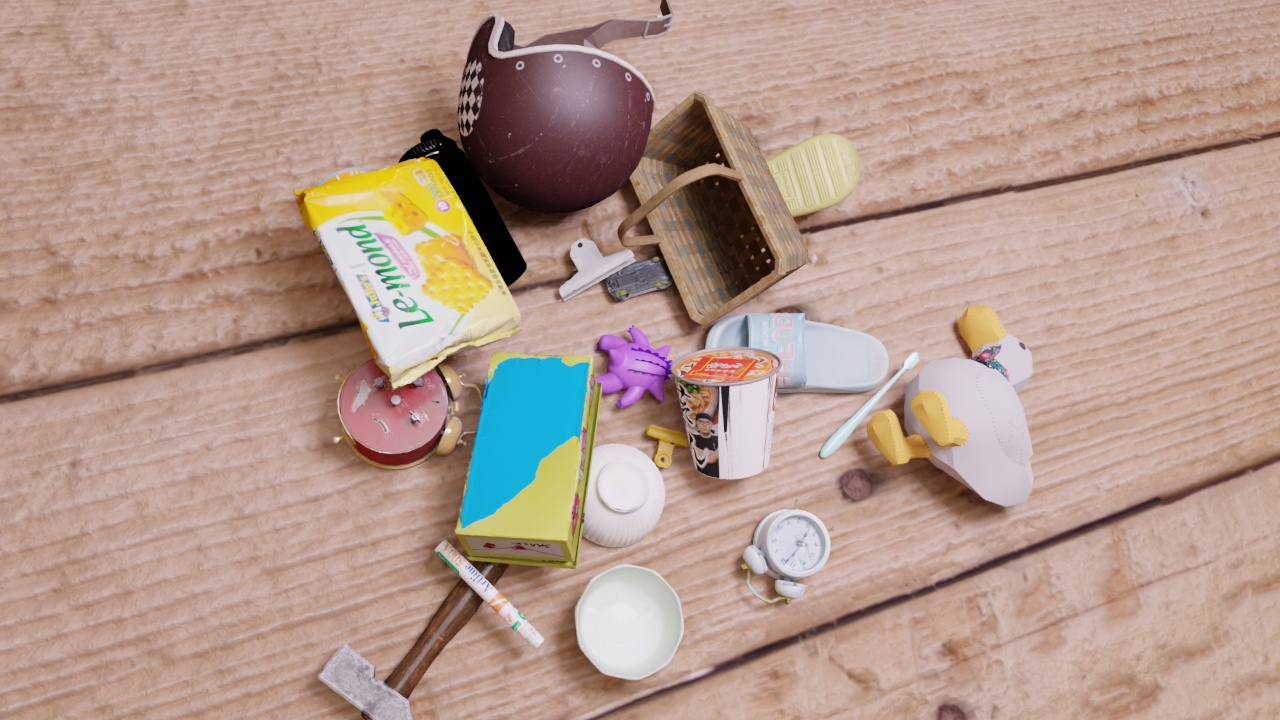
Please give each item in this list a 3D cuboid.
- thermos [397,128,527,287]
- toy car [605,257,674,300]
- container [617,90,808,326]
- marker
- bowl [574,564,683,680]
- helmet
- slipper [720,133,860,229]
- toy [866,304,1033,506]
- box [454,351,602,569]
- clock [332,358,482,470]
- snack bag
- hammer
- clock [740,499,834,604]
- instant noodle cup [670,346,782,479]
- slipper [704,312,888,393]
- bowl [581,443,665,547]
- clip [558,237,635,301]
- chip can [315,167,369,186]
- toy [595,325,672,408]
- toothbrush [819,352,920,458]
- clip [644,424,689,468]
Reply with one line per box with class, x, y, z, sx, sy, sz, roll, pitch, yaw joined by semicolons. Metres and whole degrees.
thermos;-0.217;-0.177;1.080;0.086;0.086;0.198;-25;79;-20
toy car;0.001;-0.100;1.135;0.089;0.027;0.038;-16;70;-12
container;0.071;-0.179;1.088;0.186;0.158;0.249;-8;70;-48
marker;-0.156;0.242;0.947;0.145;0.017;0.017;44;67;4
bowl;-0.017;0.280;0.981;0.117;0.061;0.117;4;71;-12
helmet;-0.093;-0.300;1.075;0.233;0.235;0.253;11;52;-38
slipper;0.193;-0.224;1.200;0.191;0.081;0.091;-20;86;7
toy;0.409;0.060;1.122;0.266;0.141;0.246;-14;76;-35
box;-0.114;0.101;0.979;0.124;0.082;0.220;1;57;5
clock;-0.249;0.052;0.995;0.158;0.081;0.117;0;71;-13
snack bag;-0.246;-0.100;0.974;0.159;0.068;0.247;-23;77;-27
hammer;-0.154;0.273;0.966;0.217;0.037;0.299;36;67;1
clock;0.165;0.222;1.047;0.083;0.057;0.117;37;75;1
instant noodle cup;0.100;0.061;1.041;0.123;0.123;0.122;-11;110;-17
slipper;0.196;-0.011;1.125;0.245;0.074;0.104;4;69;-13
bowl;-0.025;0.145;1.025;0.118;0.062;0.118;4;70;-12
clip;-0.063;-0.121;1.113;0.101;0.046;0.056;-30;72;-1
chip can;-0.292;-0.111;1.045;0.075;0.075;0.215;-27;79;-20
toy;-0.006;0.007;1.081;0.088;0.056;0.106;13;67;-13
toothbrush;0.284;0.055;1.136;0.016;0.016;0.180;44;81;5
clip;0.029;0.101;1.072;0.054;0.044;0.049;18;43;-8
